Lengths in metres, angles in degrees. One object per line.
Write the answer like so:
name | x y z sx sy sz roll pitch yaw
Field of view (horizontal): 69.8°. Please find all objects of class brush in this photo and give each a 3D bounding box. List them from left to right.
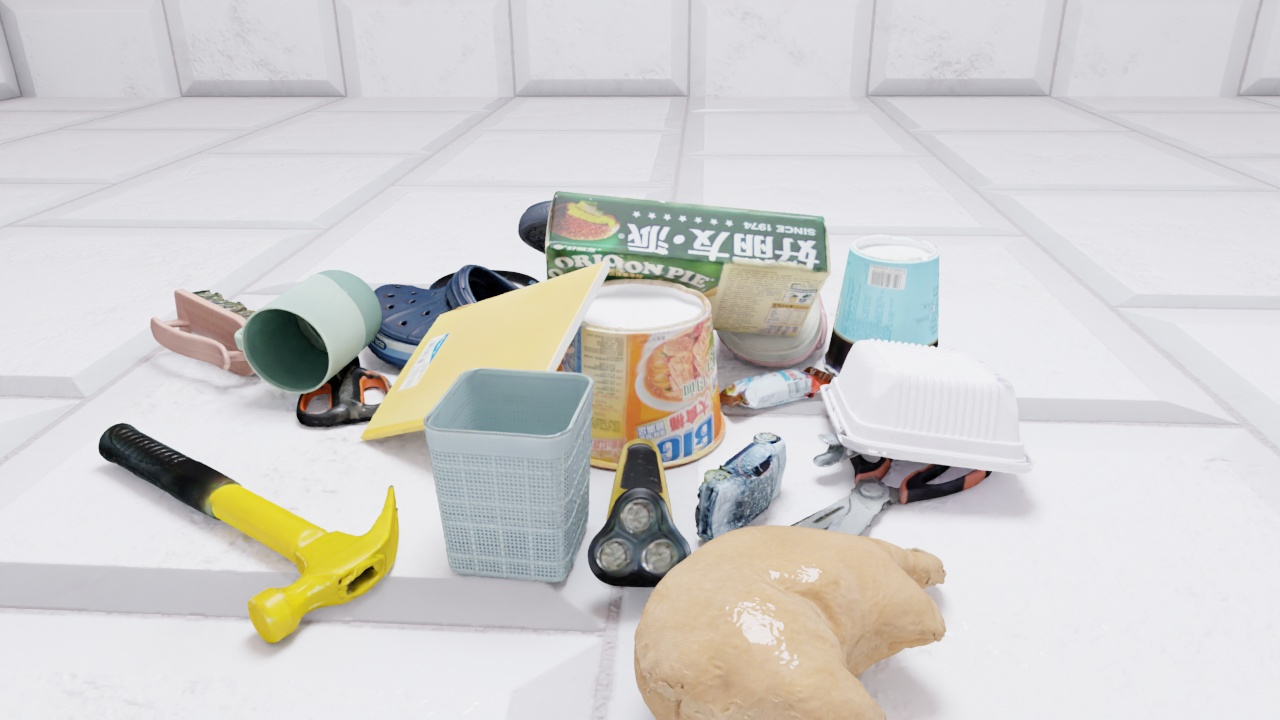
brush | -0.406 -0.022 0.879 0.146 0.063 0.072 20 27 35

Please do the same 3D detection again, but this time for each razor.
razor | 0.000 0.092 0.611 0.062 0.068 0.167 0 17 0

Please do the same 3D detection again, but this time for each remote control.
remote control | -0.181 -0.092 1.079 0.136 0.024 0.053 2 25 6

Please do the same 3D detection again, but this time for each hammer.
hammer | -0.286 0.097 0.637 0.301 0.033 0.128 16 28 32

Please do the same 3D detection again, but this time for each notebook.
notebook | -0.126 -0.005 0.723 0.207 0.010 0.145 -13 40 39

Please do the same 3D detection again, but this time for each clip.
clip | 0.154 0.066 0.685 0.056 0.028 0.024 -10 24 -29

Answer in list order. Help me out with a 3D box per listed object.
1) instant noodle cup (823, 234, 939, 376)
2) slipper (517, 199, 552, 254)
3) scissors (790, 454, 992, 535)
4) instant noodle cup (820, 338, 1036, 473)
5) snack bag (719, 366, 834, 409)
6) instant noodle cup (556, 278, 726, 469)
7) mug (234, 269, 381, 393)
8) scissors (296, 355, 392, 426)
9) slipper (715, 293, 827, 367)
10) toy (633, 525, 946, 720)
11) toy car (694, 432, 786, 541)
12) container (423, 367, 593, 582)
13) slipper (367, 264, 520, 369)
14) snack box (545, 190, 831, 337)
instant noodle cup | 0.229 -0.050 0.850 0.111 0.121 0.111 0 24 0
slipper | -0.012 -0.126 0.936 0.111 0.083 0.267 -7 -17 37
scissors | 0.171 0.089 0.669 0.197 0.015 0.213 -1 25 -1
instant noodle cup | 0.216 0.027 0.706 0.138 0.060 0.173 7 11 4
snack bag | 0.116 0.024 0.802 0.104 0.026 0.048 -10 13 -21
instant noodle cup | -0.004 0.004 0.744 0.151 0.111 0.151 0 24 0
mug | -0.301 -0.029 0.821 0.112 0.082 0.106 -2 25 14
scissors | -0.293 0.005 0.862 0.124 0.022 0.235 -17 29 -32
slipper | 0.134 -0.065 0.966 0.114 0.054 0.273 -3 33 5
toy | 0.090 0.133 0.499 0.143 0.083 0.225 21 28 29
toy car | 0.074 0.087 0.631 0.031 0.049 0.105 20 31 32
container | -0.079 0.074 0.586 0.090 0.111 0.089 3 23 8
slipper | -0.156 -0.040 0.878 0.253 0.095 0.104 10 23 14
snack box | 0.037 -0.082 0.815 0.240 0.115 0.063 5 62 -2
